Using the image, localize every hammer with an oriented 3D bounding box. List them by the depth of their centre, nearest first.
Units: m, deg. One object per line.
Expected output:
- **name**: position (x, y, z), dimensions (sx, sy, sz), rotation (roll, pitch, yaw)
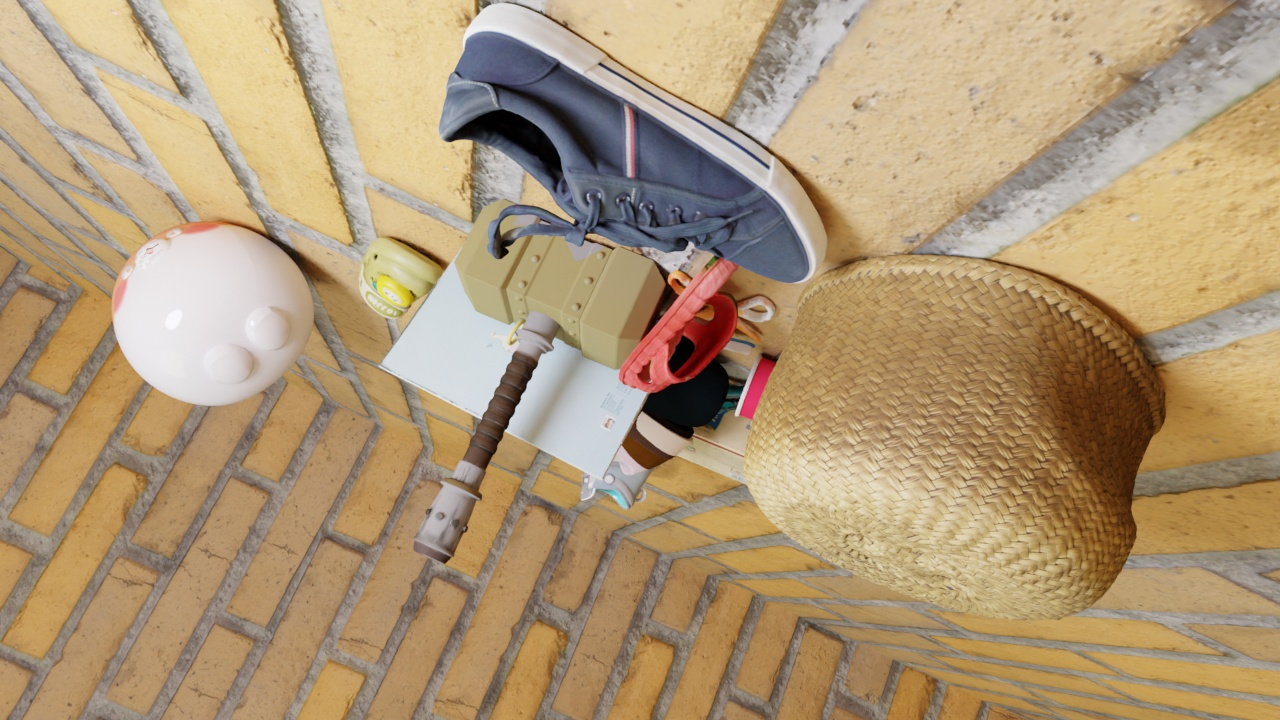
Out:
- **hammer**: position (-0.124, 0.034, 0.860), dimensions (0.190, 0.324, 0.101), rotation (23, 164, 4)

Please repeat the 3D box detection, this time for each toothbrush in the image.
- **toothbrush**: position (0.046, -0.030, 0.963), dimensions (0.167, 0.014, 0.016), rotation (15, 175, 36)

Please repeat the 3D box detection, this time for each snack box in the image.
- **snack box**: position (0.087, 0.099, 1.238), dimensions (0.207, 0.055, 0.153), rotation (22, 163, 7)

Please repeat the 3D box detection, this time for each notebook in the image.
- **notebook**: position (-0.109, -0.011, 0.935), dimensions (0.253, 0.180, 0.009), rotation (26, 156, 8)

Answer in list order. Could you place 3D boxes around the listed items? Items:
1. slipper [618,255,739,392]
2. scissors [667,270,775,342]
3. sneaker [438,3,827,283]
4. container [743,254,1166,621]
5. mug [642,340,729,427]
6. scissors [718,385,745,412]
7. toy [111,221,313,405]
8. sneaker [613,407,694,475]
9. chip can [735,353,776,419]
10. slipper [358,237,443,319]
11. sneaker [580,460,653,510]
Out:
- **slipper**: position (0.046, -0.024, 0.813), dimensions (0.059, 0.103, 0.249), rotation (42, 155, 3)
- **scissors**: position (0.080, -0.050, 0.874), dimensions (0.125, 0.011, 0.131), rotation (36, 160, -33)
- **sneaker**: position (-0.007, -0.107, 0.629), dimensions (0.294, 0.127, 0.121), rotation (28, 162, -18)
- **container**: position (0.233, 0.073, 0.732), dimensions (0.307, 0.196, 0.307), rotation (24, 163, 8)
- **mug**: position (0.031, 0.024, 1.031), dimensions (0.094, 0.085, 0.122), rotation (27, 163, -25)
- **scissors**: position (0.102, 0.042, 1.080), dimensions (0.119, 0.019, 0.152), rotation (27, 151, -21)
- **toy**: position (-0.629, -0.079, 1.336), dimensions (0.281, 0.262, 0.266), rotation (35, 163, 30)
- **sneaker**: position (-0.072, 0.055, 1.070), dimensions (0.293, 0.116, 0.111), rotation (32, -164, -41)
- **chip can**: position (0.213, 0.064, 0.940), dimensions (0.220, 0.069, 0.069), rotation (21, 163, 9)
- **slipper**: position (-0.317, -0.098, 1.152), dimensions (0.091, 0.081, 0.191), rotation (34, 163, -23)
- **sneaker**: position (-0.092, 0.111, 1.340), dimensions (0.256, 0.160, 0.093), rotation (26, 163, -13)
